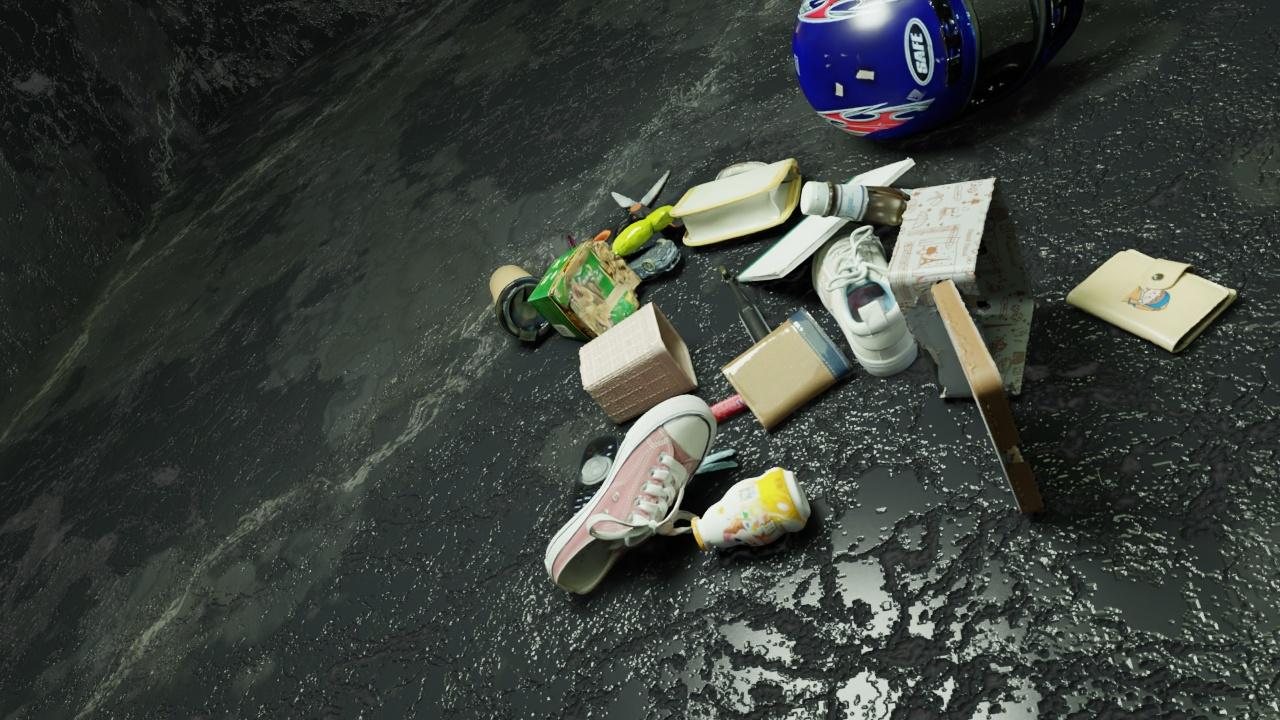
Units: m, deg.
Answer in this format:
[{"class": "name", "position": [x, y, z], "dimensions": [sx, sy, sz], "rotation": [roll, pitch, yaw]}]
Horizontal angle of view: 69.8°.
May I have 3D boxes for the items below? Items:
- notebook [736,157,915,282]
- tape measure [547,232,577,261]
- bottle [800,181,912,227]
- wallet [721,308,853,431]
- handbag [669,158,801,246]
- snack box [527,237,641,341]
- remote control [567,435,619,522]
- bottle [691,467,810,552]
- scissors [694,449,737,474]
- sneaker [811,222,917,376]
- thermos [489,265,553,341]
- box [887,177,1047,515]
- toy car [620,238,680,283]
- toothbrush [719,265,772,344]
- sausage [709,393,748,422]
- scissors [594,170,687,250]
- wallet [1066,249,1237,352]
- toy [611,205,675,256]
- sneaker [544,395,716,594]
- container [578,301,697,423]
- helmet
[{"class": "notebook", "position": [0.216, -0.166, 1.105], "dimensions": [0.209, 0.012, 0.150], "rotation": [-41, 10, -7]}, {"class": "tape measure", "position": [-0.114, -0.160, 1.371], "dimensions": [0.039, 0.057, 0.057], "rotation": [-30, -3, 12]}, {"class": "bottle", "position": [0.273, -0.167, 0.996], "dimensions": [0.195, 0.044, 0.079], "rotation": [5, 20, -6]}, {"class": "wallet", "position": [0.156, 0.010, 0.981], "dimensions": [0.115, 0.033, 0.090], "rotation": [-36, 67, 0]}, {"class": "handbag", "position": [0.141, -0.227, 1.255], "dimensions": [0.164, 0.063, 0.178], "rotation": [-10, 29, 30]}, {"class": "snack box", "position": [-0.082, -0.086, 1.236], "dimensions": [0.106, 0.118, 0.117], "rotation": [-8, 44, 49]}, {"class": "remote control", "position": [-0.050, 0.143, 1.028], "dimensions": [0.053, 0.024, 0.136], "rotation": [-16, 41, 27]}, {"class": "bottle", "position": [0.104, 0.146, 0.871], "dimensions": [0.108, 0.063, 0.063], "rotation": [-25, 39, 14]}, {"class": "scissors", "position": [0.043, 0.126, 0.983], "dimensions": [0.137, 0.017, 0.073], "rotation": [-10, 49, 24]}, {"class": "sneaker", "position": [0.232, -0.092, 1.002], "dimensions": [0.090, 0.091, 0.241], "rotation": [-24, 38, 14]}, {"class": "thermos", "position": [-0.174, -0.089, 1.325], "dimensions": [0.093, 0.093, 0.143], "rotation": [-39, 29, -4]}, {"class": "box", "position": [0.292, -0.016, 0.801], "dimensions": [0.111, 0.179, 0.258], "rotation": [-5, 47, 35]}, {"class": "toy car", "position": [0.001, -0.131, 1.268], "dimensions": [0.121, 0.037, 0.054], "rotation": [-13, 35, 42]}, {"class": "toothbrush", "position": [0.130, -0.055, 1.094], "dimensions": [0.026, 0.027, 0.212], "rotation": [-36, 37, 11]}, {"class": "sausage", "position": [0.071, 0.064, 1.020], "dimensions": [0.156, 0.020, 0.020], "rotation": [-25, 39, 14]}, {"class": "scissors", "position": [-0.005, -0.209, 1.372], "dimensions": [0.220, 0.022, 0.235], "rotation": [-42, 37, -15]}, {"class": "wallet", "position": [0.467, -0.060, 0.840], "dimensions": [0.087, 0.024, 0.115], "rotation": [-39, 36, -6]}, {"class": "toy", "position": [0.002, -0.178, 1.264], "dimensions": [0.100, 0.031, 0.097], "rotation": [-37, 2, -30]}, {"class": "sneaker", "position": [0.001, 0.145, 0.918], "dimensions": [0.241, 0.118, 0.088], "rotation": [-50, 32, 1]}, {"class": "container", "position": [-0.006, 0.006, 1.087], "dimensions": [0.111, 0.090, 0.090], "rotation": [-29, 38, 14]}, {"class": "helmet", "position": [0.331, -0.389, 1.104], "dimensions": [0.239, 0.247, 0.316], "rotation": [-36, 27, -31]}]
